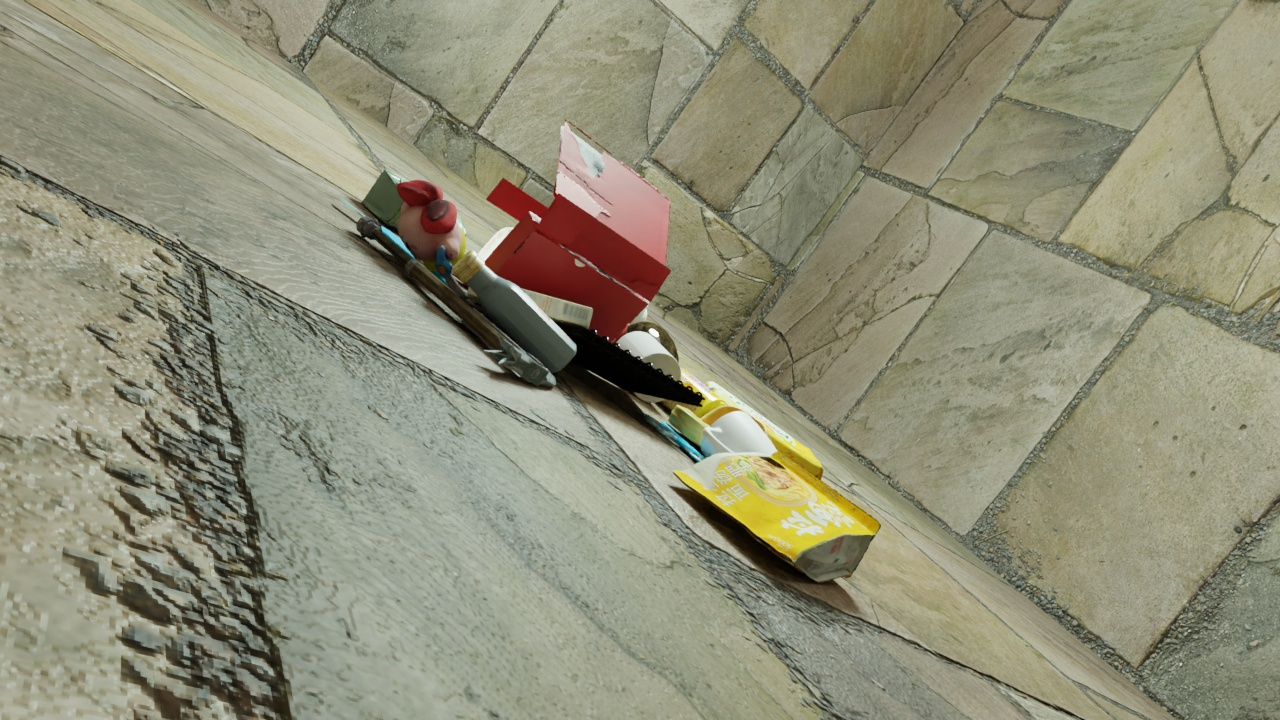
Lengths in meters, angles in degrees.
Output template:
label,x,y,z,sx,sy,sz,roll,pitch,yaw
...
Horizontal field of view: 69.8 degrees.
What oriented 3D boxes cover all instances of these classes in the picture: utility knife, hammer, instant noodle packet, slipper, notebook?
label,x,y,z,sx,sy,sz,roll,pitch,yaw
utility knife,-0.298,-0.141,1.152,0.209,0.015,0.031,40,5,3
hammer,-0.217,-0.073,1.024,0.317,0.028,0.147,39,-1,26
instant noodle packet,0.148,0.168,1.013,0.163,0.084,0.221,38,13,32
slipper,0.134,0.108,1.330,0.099,0.078,0.263,37,4,38
notebook,-0.042,0.002,1.183,0.231,0.019,0.169,30,-13,-40

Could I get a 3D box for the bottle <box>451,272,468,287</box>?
label,x,y,z,sx,sy,sz,roll,pitch,yaw
bottle,-0.218,-0.110,1.251,0.119,0.036,0.036,33,7,-30

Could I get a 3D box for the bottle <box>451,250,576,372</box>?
label,x,y,z,sx,sy,sz,roll,pitch,yaw
bottle,-0.145,-0.056,1.037,0.161,0.046,0.072,46,-10,-17

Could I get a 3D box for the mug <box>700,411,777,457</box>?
label,x,y,z,sx,sy,sz,roll,pitch,yaw
mug,0.126,0.120,1.190,0.114,0.081,0.087,26,18,-47

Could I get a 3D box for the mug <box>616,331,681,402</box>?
label,x,y,z,sx,sy,sz,roll,pitch,yaw
mug,-0.008,0.008,1.368,0.111,0.079,0.097,2,20,-21

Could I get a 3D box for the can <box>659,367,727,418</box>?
label,x,y,z,sx,sy,sz,roll,pitch,yaw
can,0.077,0.063,1.402,0.105,0.068,0.067,41,8,39

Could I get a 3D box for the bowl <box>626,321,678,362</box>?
label,x,y,z,sx,sy,sz,roll,pitch,yaw
bowl,0.030,-0.016,1.537,0.121,0.056,0.121,58,15,-27

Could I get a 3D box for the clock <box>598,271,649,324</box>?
label,x,y,z,sx,sy,sz,roll,pitch,yaw
clock,-0.044,-0.120,1.611,0.125,0.072,0.161,26,-12,13

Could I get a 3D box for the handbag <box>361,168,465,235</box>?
label,x,y,z,sx,sy,sz,roll,pitch,yaw
handbag,-0.323,-0.214,1.322,0.106,0.067,0.121,43,9,38

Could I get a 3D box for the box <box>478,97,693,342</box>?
label,x,y,z,sx,sy,sz,roll,pitch,yaw
box,-0.061,-0.162,1.223,0.211,0.315,0.124,30,0,-37

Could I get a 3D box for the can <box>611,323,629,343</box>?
label,x,y,z,sx,sy,sz,roll,pitch,yaw
can,-0.099,-0.084,1.542,0.170,0.067,0.067,34,7,-21

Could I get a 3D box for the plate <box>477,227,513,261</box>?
label,x,y,z,sx,sy,sz,roll,pitch,yaw
plate,-0.164,-0.125,1.434,0.187,0.016,0.186,35,32,-7

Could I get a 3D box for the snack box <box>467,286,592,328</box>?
label,x,y,z,sx,sy,sz,roll,pitch,yaw
snack box,-0.134,-0.068,1.125,0.150,0.026,0.082,16,-4,-6

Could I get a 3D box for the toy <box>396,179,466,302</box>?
label,x,y,z,sx,sy,sz,roll,pitch,yaw
toy,-0.237,-0.143,1.111,0.096,0.132,0.124,-27,52,-31

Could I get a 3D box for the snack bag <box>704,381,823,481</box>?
label,x,y,z,sx,sy,sz,roll,pitch,yaw
snack bag,0.193,0.131,1.508,0.247,0.068,0.159,36,5,-2

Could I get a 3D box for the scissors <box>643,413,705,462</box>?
label,x,y,z,sx,sy,sz,roll,pitch,yaw
scissors,0.066,0.116,1.206,0.141,0.014,0.090,36,4,24
